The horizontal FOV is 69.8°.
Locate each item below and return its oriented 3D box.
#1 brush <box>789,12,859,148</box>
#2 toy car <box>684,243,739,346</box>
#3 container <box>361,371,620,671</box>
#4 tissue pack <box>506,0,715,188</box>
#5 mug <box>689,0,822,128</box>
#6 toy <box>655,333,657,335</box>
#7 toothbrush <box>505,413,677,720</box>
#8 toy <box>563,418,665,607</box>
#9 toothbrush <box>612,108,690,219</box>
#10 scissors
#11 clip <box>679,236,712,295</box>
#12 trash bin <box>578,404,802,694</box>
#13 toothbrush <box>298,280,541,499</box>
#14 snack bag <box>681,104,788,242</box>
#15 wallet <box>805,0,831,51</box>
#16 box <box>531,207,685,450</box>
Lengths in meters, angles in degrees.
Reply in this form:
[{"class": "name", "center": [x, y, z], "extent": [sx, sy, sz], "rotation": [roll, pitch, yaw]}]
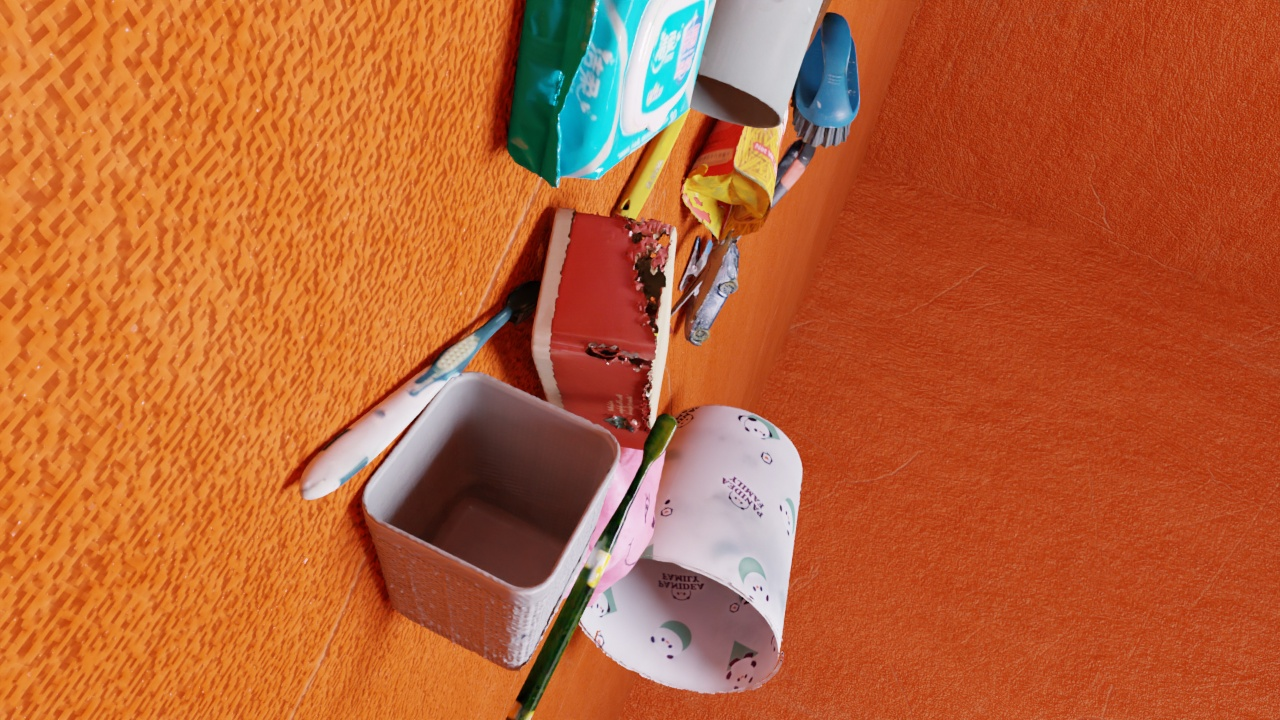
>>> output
[{"class": "brush", "center": [0.161, -0.251, 0.789], "extent": [0.074, 0.055, 0.143], "rotation": [97, 1, -52]}, {"class": "toy car", "center": [0.068, -0.068, 0.929], "extent": [0.054, 0.036, 0.121], "rotation": [-88, -164, -45]}, {"class": "container", "center": [-0.071, 0.083, 0.444], "extent": [0.090, 0.090, 0.115], "rotation": [-59, 169, -38]}, {"class": "tissue pack", "center": [-0.009, -0.139, 0.400], "extent": [0.133, 0.050, 0.093], "rotation": [-53, 162, -53]}, {"class": "mug", "center": [0.049, -0.203, 0.516], "extent": [0.123, 0.084, 0.103], "rotation": [19, 93, -54]}, {"class": "toy", "center": [-0.004, 0.004, 0.753], "extent": [0.097, 0.031, 0.099], "rotation": [97, 19, -48]}, {"class": "toothbrush", "center": [-0.027, 0.110, 0.462], "extent": [0.185, 0.012, 0.017], "rotation": [-63, -175, -11]}, {"class": "toy", "center": [-0.023, 0.120, 0.771], "extent": [0.195, 0.074, 0.178], "rotation": [78, 36, -69]}, {"class": "toothbrush", "center": [0.027, -0.170, 0.603], "extent": [0.017, 0.016, 0.189], "rotation": [71, 42, -67]}, {"class": "scissors", "center": [0.082, -0.116, 0.808], "extent": [0.189, 0.015, 0.225], "rotation": [-40, -158, 25]}, {"class": "clip", "center": [0.054, -0.092, 0.885], "extent": [0.025, 0.036, 0.058], "rotation": [-25, 131, -77]}, {"class": "trash bin", "center": [0.070, 0.200, 1.034], "extent": [0.251, 0.229, 0.230], "rotation": [-65, 170, -46]}, {"class": "toothbrush", "center": [-0.087, 0.007, 0.404], "extent": [0.018, 0.016, 0.191], "rotation": [-63, 174, 35]}, {"class": "snack bag", "center": [0.097, -0.208, 0.777], "extent": [0.129, 0.073, 0.207], "rotation": [91, 16, -60]}, {"class": "wallet", "center": [0.134, -0.287, 0.672], "extent": [0.125, 0.032, 0.101], "rotation": [-64, 176, 26]}, {"class": "box", "center": [-0.009, -0.011, 0.524], "extent": [0.168, 0.078, 0.091], "rotation": [89, 10, -69]}]
